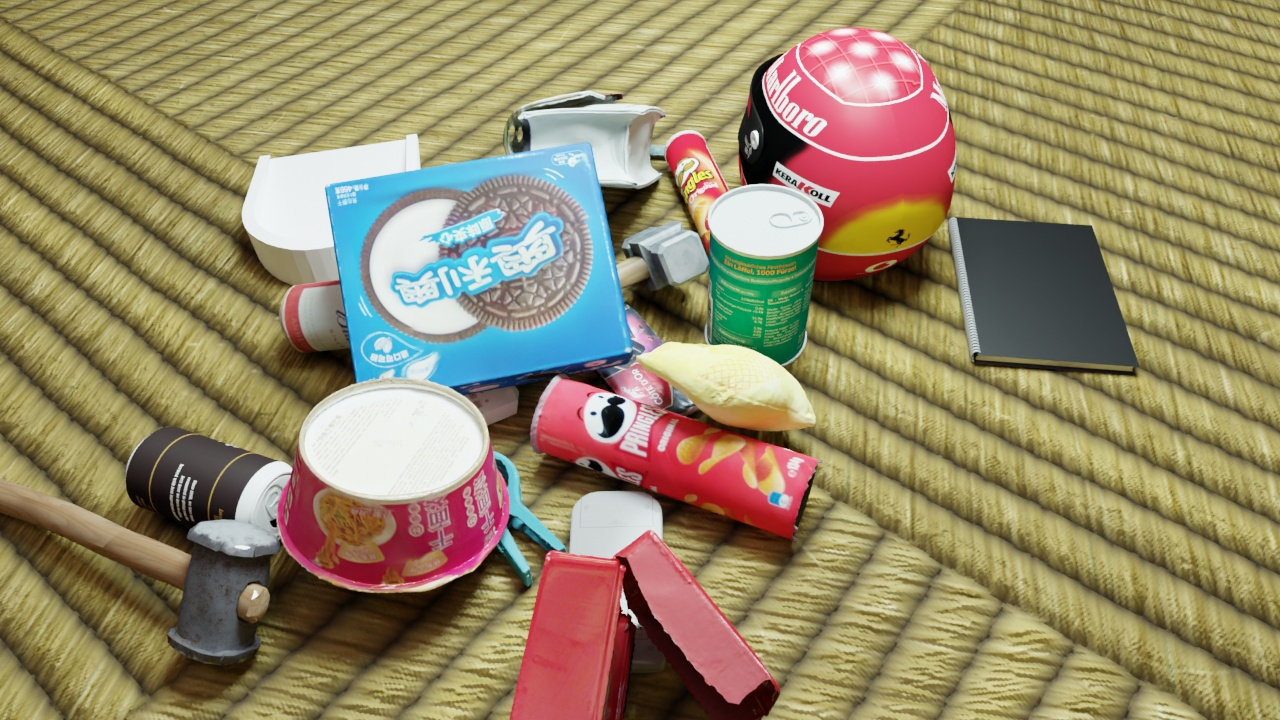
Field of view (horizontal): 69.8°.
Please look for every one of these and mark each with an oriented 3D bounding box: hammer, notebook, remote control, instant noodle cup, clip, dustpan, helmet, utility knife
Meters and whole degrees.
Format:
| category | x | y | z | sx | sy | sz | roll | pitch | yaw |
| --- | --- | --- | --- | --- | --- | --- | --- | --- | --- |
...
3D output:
| category | x | y | z | sx | sy | sz | roll | pitch | yaw |
| --- | --- | --- | --- | --- | --- | --- | --- | --- | --- |
| hammer | -0.091 | -0.046 | 0.881 | 0.322 | 0.051 | 0.117 | -27 | 17 | -12 |
| notebook | 0.395 | -0.071 | 0.920 | 0.149 | 0.016 | 0.206 | 4 | 48 | 5 |
| remote control | -0.179 | 0.050 | 0.828 | 0.143 | 0.024 | 0.049 | -21 | 49 | -18 |
| instant noodle cup | -0.187 | 0.083 | 0.702 | 0.178 | 0.078 | 0.178 | 6 | 35 | -5 |
| remote control | -0.019 | 0.169 | 0.714 | 0.074 | 0.019 | 0.150 | -1 | 48 | 1 |
| clip | -0.130 | 0.134 | 0.748 | 0.121 | 0.031 | 0.130 | -12 | 47 | -14 |
| dustpan | -0.347 | -0.188 | 1.037 | 0.191 | 0.053 | 0.257 | -10 | 47 | -7 |
| hammer | -0.419 | 0.142 | 0.726 | 0.329 | 0.052 | 0.098 | 14 | 93 | 24 |
| helmet | 0.201 | -0.219 | 0.926 | 0.197 | 0.225 | 0.270 | -13 | 49 | -9 |
| utility knife | -0.029 | -0.255 | 1.111 | 0.225 | 0.015 | 0.031 | 4 | 49 | 11 |

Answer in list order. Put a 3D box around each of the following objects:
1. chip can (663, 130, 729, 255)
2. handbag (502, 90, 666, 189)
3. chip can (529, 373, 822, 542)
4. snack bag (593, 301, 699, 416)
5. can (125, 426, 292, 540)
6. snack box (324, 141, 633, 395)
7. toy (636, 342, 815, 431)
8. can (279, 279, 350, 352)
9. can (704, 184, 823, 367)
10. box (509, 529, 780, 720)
| category | x | y | z | sx | sy | sz | roll | pitch | yaw |
| --- | --- | --- | --- | --- | --- | --- | --- | --- | --- |
| chip can | 0.077 | -0.171 | 1.003 | 0.051 | 0.052 | 0.214 | -11 | 48 | -8 |
| handbag | -0.053 | -0.240 | 0.988 | 0.142 | 0.096 | 0.198 | 7 | 16 | 7 |
| chip can | 0.028 | 0.079 | 0.761 | 0.233 | 0.073 | 0.073 | 17 | 50 | 17 |
| snack bag | -0.005 | 0.005 | 0.868 | 0.074 | 0.018 | 0.155 | -26 | 53 | -21 |
| can | -0.351 | 0.103 | 0.755 | 0.129 | 0.072 | 0.071 | 15 | 49 | 15 |
| snack box | -0.141 | -0.073 | 0.806 | 0.238 | 0.056 | 0.195 | -11 | 82 | -6 |
| toy | 0.078 | 0.018 | 0.782 | 0.155 | 0.064 | 0.170 | 21 | 8 | 10 |
| can | -0.255 | -0.047 | 0.876 | 0.170 | 0.067 | 0.067 | -5 | 46 | 12 |
| can | 0.110 | -0.074 | 0.847 | 0.099 | 0.144 | 0.099 | -1 | 47 | 1 |
| box | -0.020 | 0.200 | 0.580 | 0.156 | 0.157 | 0.147 | -31 | 63 | -11 |
